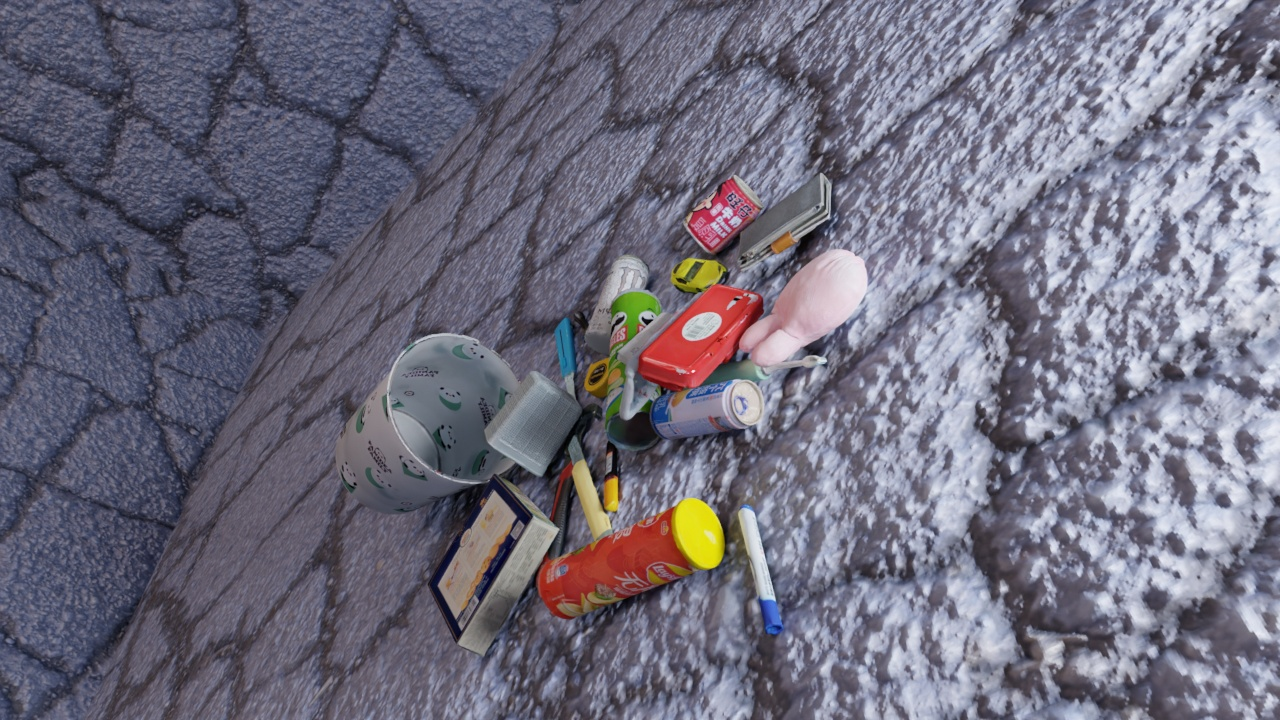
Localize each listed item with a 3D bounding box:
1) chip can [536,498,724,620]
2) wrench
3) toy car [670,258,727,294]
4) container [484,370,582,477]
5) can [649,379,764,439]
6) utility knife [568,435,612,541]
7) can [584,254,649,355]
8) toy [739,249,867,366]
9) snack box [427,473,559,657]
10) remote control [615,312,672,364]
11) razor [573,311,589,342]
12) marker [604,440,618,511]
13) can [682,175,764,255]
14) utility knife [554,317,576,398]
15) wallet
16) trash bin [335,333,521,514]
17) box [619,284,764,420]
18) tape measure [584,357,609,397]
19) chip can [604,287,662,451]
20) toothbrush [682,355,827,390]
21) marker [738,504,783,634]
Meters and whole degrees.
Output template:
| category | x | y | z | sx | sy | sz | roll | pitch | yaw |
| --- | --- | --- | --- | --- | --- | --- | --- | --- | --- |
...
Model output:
| category | x | y | z | sx | sy | sz | roll | pitch | yaw |
| --- | --- | --- | --- | --- | --- | --- | --- | --- | --- |
| chip can | -0.014 | 0.210 | 0.954 | 0.217 | 0.073 | 0.073 | -31 | 35 | 37 |
| wrench | -0.095 | 0.168 | 1.183 | 0.056 | 0.016 | 0.272 | -27 | 36 | 40 |
| toy car | 0.075 | -0.116 | 1.236 | 0.048 | 0.032 | 0.105 | -56 | 30 | -8 |
| container | -0.145 | 0.083 | 1.259 | 0.111 | 0.090 | 0.090 | -55 | 16 | 0 |
| can | 0.072 | 0.055 | 1.019 | 0.135 | 0.053 | 0.053 | -15 | 46 | 49 |
| utility knife | -0.067 | 0.157 | 1.136 | 0.031 | 0.021 | 0.201 | -43 | 40 | 12 |
| can | -0.032 | -0.081 | 1.329 | 0.058 | 0.058 | 0.146 | -19 | 42 | 46 |
| toy | 0.175 | -0.055 | 0.985 | 0.159 | 0.054 | 0.121 | -42 | 20 | 7 |
| snack box | -0.194 | 0.255 | 1.179 | 0.178 | 0.045 | 0.182 | -59 | 26 | -3 |
| remote control | 0.019 | -0.023 | 1.143 | 0.124 | 0.049 | 0.024 | -44 | -23 | -48 |
| razor | -0.081 | -0.050 | 1.407 | 0.042 | 0.022 | 0.142 | -21 | 22 | -10 |
| marker | -0.035 | 0.139 | 1.128 | 0.018 | 0.015 | 0.123 | -38 | 29 | 23 |
| can | 0.112 | -0.196 | 1.235 | 0.094 | 0.066 | 0.066 | -42 | 30 | 19 |
| utility knife | -0.109 | 0.008 | 1.387 | 0.034 | 0.018 | 0.234 | -42 | 31 | 18 |
| wallet | 0.179 | -0.165 | 1.132 | 0.130 | 0.037 | 0.106 | -34 | 22 | 29 |
| trash bin | -0.328 | 0.114 | 1.393 | 0.253 | 0.229 | 0.229 | -33 | 33 | 43 |
| box | 0.059 | -0.006 | 1.061 | 0.110 | 0.100 | 0.200 | 16 | 37 | 24 |
| tape measure | -0.049 | 0.025 | 1.264 | 0.060 | 0.029 | 0.057 | -23 | 39 | 43 |
| chip can | -0.007 | 0.007 | 1.177 | 0.072 | 0.072 | 0.235 | -36 | 33 | 29 |
| toothbrush | 0.117 | 0.012 | 1.031 | 0.225 | 0.027 | 0.026 | -11 | 85 | 52 |
| marker | 0.109 | 0.189 | 0.848 | 0.017 | 0.017 | 0.145 | -40 | 30 | 22 |
